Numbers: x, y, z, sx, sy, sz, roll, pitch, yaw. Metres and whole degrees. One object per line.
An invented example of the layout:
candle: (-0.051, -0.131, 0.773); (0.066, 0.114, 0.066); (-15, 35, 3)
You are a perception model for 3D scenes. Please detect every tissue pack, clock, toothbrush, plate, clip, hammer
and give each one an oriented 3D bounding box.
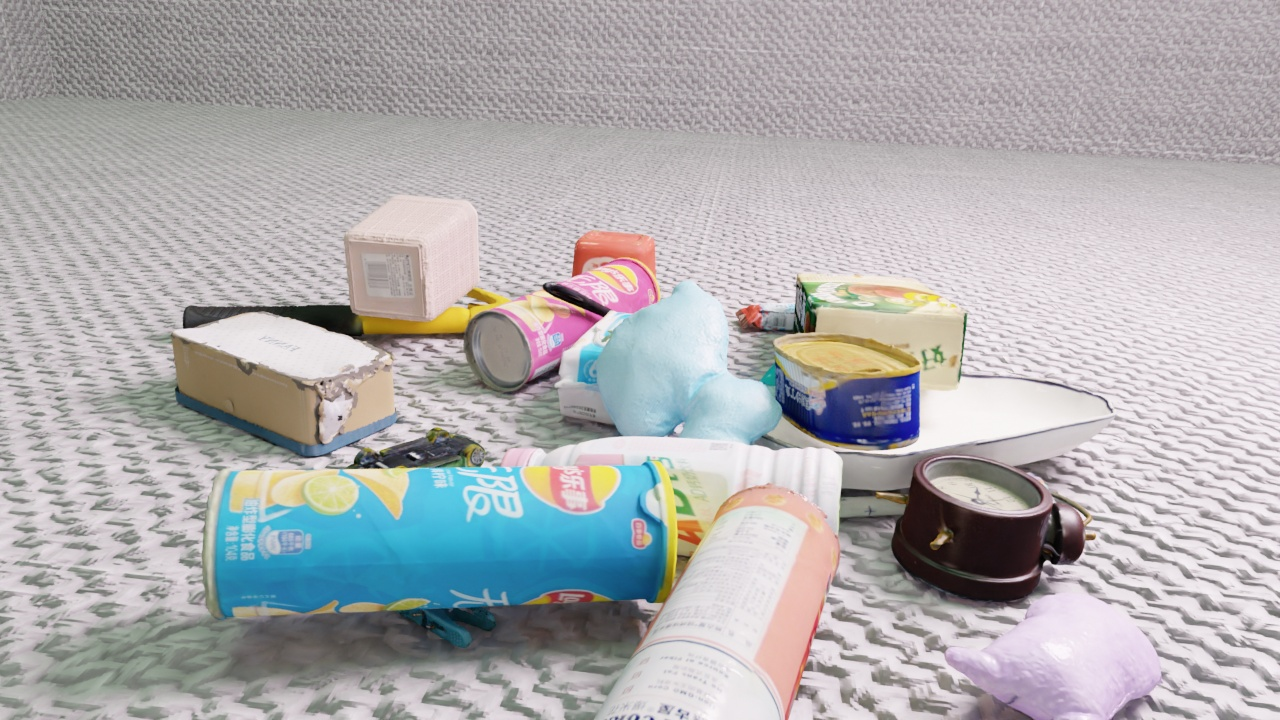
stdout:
tissue pack: (-0.004, 0.004, 0.725); (0.090, 0.063, 0.139); (9, 21, 13)
clock: (0.200, 0.092, 0.525); (0.121, 0.055, 0.082); (-3, 21, -18)
toothbrush: (0.168, 0.089, 0.581); (0.189, 0.020, 0.029); (-3, 42, -9)
plate: (0.202, 0.049, 0.645); (0.265, 0.034, 0.162); (-7, 12, -25)
toothbrush: (-0.024, -0.041, 0.798); (0.016, 0.018, 0.181); (-19, -23, 32)
clip: (-0.100, 0.126, 0.458); (0.056, 0.014, 0.042); (14, 22, 29)
hammer: (-0.259, -0.037, 0.850); (0.300, 0.033, 0.128); (-1, 20, -10)

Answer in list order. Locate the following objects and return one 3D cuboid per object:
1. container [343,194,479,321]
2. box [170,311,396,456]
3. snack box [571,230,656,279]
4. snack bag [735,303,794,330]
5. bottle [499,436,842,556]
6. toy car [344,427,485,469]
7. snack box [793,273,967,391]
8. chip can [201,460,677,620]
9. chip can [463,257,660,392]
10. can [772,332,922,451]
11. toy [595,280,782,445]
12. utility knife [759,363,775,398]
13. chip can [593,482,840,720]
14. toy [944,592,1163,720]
container: (-0.207, -0.091, 0.834); (0.090, 0.090, 0.110); (6, 25, 8)
box: (-0.271, 0.011, 0.685); (0.184, 0.061, 0.089); (14, 22, 33)
snack box: (-0.027, -0.092, 0.957); (0.091, 0.080, 0.081); (6, 20, 10)
snack bag: (0.151, -0.044, 0.927); (0.104, 0.026, 0.048); (1, 26, -5)
bottle: (0.015, 0.077, 0.532); (0.197, 0.068, 0.068); (4, 20, 13)
toy car: (-0.139, 0.069, 0.572); (0.043, 0.036, 0.091); (18, 26, 38)
snack box: (0.193, -0.032, 0.781); (0.114, 0.063, 0.239); (4, 12, 6)
chip can: (-0.092, 0.086, 0.445); (0.210, 0.071, 0.071); (0, 20, -12)
chip can: (-0.063, -0.037, 0.818); (0.071, 0.071, 0.210); (14, 23, 27)
can: (0.131, 0.016, 0.600); (0.074, 0.049, 0.148); (-5, 11, -9)
toy: (0.024, 0.018, 0.620); (0.156, 0.050, 0.161); (18, 68, 29)
utility knife: (0.121, 0.012, 0.792); (0.029, 0.013, 0.215); (12, 20, 19)
chip can: (0.034, 0.127, 0.386); (0.071, 0.071, 0.214); (10, 21, 18)
toy: (0.201, 0.140, 0.420); (0.107, 0.039, 0.084); (-11, 39, -44)
